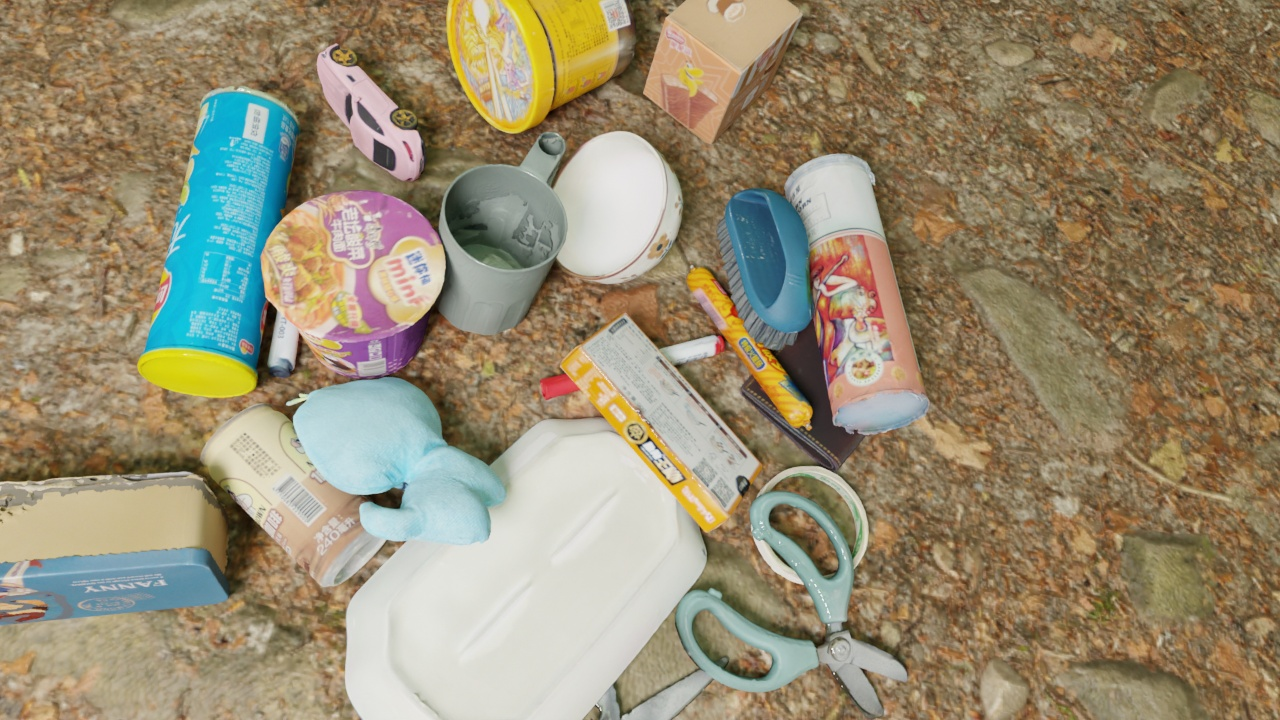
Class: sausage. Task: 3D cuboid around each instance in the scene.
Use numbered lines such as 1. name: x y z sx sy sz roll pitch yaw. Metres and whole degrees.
1. sausage: 0.081 -0.012 0.697 0.021 0.021 0.165 -25 65 -21

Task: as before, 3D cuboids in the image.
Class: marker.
1. marker: -0.004 0.004 0.687 0.145 0.017 0.017 -15 71 -18
2. marker: -0.251 -0.049 0.657 0.022 0.018 0.130 1 66 -2

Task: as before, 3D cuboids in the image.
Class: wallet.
1. wallet: 0.148 0.015 0.714 0.096 0.020 0.122 41 64 9

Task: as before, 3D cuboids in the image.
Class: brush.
1. brush: 0.099 -0.080 0.699 0.055 0.074 0.143 7 50 -20

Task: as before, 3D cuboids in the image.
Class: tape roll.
1. tape roll: 0.123 0.119 0.666 0.085 0.014 0.085 4 66 -10

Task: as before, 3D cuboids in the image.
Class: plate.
1. plate: -0.066 0.139 0.593 0.162 0.034 0.265 41 60 10

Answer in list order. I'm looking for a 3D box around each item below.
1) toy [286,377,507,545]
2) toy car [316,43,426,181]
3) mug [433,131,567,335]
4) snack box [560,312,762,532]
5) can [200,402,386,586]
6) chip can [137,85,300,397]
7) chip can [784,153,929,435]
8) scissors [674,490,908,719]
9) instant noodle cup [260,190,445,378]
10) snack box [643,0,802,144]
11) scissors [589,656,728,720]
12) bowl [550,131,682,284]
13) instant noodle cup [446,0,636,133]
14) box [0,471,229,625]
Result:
1. toy: -0.157 0.058 0.580 0.156 0.050 0.161 23 23 -4
2. toy car: -0.210 -0.188 0.704 0.037 0.056 0.122 -38 79 -31
3. mug: -0.096 -0.090 0.657 0.083 0.104 0.123 29 59 -4
4. snack box: 0.017 0.040 0.639 0.153 0.026 0.075 48 33 0
5. can: -0.217 0.085 0.583 0.116 0.059 0.058 41 65 7
6. chip can: -0.287 -0.084 0.635 0.071 0.071 0.210 4 66 -10
7. chip can: 0.163 -0.053 0.703 0.071 0.071 0.214 1 61 -12
8. scissors: 0.098 0.186 0.622 0.171 0.019 0.176 -29 87 -17
9. instant noodle cup: -0.189 -0.044 0.622 0.111 0.099 0.111 4 67 -10
10. snack box: 0.067 -0.257 0.770 0.077 0.095 0.092 39 65 6
11. scissors: -0.032 0.259 0.571 0.220 0.022 0.233 -8 68 -20
12. bowl: -0.012 -0.110 0.698 0.062 0.114 0.113 14 55 -54
13. instant noodle cup: -0.075 -0.257 0.733 0.114 0.119 0.118 -31 76 -30
14. box: -0.326 0.110 0.533 0.184 0.090 0.062 -2 61 -11
